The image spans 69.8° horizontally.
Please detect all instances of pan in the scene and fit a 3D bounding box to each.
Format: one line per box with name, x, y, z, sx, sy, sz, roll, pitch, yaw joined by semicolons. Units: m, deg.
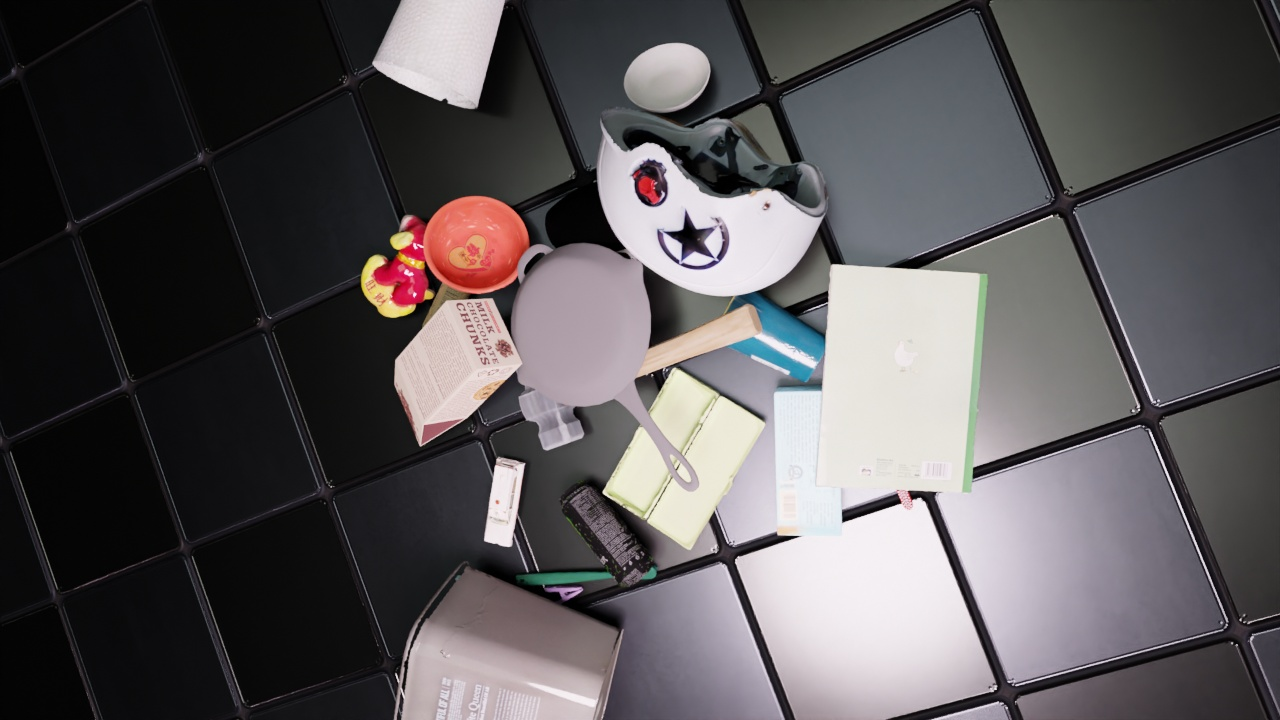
pan;-0.043;0.006;1.061;0.217;0.024;0.354;-43;73;22

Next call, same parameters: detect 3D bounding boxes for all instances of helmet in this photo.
helmet;0.061;-0.169;1.017;0.264;0.235;0.164;26;118;9

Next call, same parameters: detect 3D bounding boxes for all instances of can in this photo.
can;-0.249;-0.071;1.187;0.038;0.038;0.079;29;99;11
can;-0.043;0.213;1.131;0.054;0.054;0.137;-45;72;12

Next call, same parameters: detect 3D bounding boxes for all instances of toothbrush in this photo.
toothbrush;-0.069;0.274;1.169;0.190;0.017;0.016;-7;91;16
toothbrush;0.274;0.076;1.069;0.012;0.018;0.212;-22;87;14

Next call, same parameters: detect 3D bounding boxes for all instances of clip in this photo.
clip;-0.102;0.297;1.180;0.046;0.014;0.050;43;105;12

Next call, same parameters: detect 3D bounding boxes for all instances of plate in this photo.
plate;0.034;-0.332;1.096;0.104;0.026;0.104;-6;62;12

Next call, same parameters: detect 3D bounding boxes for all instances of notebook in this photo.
notebook;0.295;0.022;1.036;0.182;0.010;0.252;3;93;-3

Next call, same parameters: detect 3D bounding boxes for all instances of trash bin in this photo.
trash bin;-0.237;-0.413;1.126;0.133;0.133;0.161;21;93;13
trash bin;-0.152;0.386;1.106;0.220;0.197;0.198;14;108;7

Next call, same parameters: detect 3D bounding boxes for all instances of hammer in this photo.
hammer;-0.006;0.006;1.081;0.324;0.051;0.117;-22;86;29

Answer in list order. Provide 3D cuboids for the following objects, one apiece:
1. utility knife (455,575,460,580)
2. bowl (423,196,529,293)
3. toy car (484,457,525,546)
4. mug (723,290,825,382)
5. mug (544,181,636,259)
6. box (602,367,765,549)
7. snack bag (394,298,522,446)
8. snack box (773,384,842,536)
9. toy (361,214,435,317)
utility knife;-0.164;0.315;1.198;0.177;0.015;0.022;19;108;16
bowl;-0.205;-0.139;1.154;0.130;0.045;0.130;2;74;-7
toy car;-0.178;0.184;1.180;0.039;0.039;0.113;12;95;13
mug;0.153;-0.028;1.069;0.121;0.078;0.078;30;99;7
mug;-0.054;-0.156;1.119;0.100;0.084;0.119;-10;120;27
box;0.053;0.120;1.124;0.137;0.024;0.187;31;99;17
snack bag;-0.247;0.020;1.154;0.207;0.069;0.094;-40;69;38
snack box;0.197;0.117;1.073;0.075;0.053;0.174;-2;93;13
toy;-0.305;-0.115;1.190;0.105;0.067;0.137;38;108;9
